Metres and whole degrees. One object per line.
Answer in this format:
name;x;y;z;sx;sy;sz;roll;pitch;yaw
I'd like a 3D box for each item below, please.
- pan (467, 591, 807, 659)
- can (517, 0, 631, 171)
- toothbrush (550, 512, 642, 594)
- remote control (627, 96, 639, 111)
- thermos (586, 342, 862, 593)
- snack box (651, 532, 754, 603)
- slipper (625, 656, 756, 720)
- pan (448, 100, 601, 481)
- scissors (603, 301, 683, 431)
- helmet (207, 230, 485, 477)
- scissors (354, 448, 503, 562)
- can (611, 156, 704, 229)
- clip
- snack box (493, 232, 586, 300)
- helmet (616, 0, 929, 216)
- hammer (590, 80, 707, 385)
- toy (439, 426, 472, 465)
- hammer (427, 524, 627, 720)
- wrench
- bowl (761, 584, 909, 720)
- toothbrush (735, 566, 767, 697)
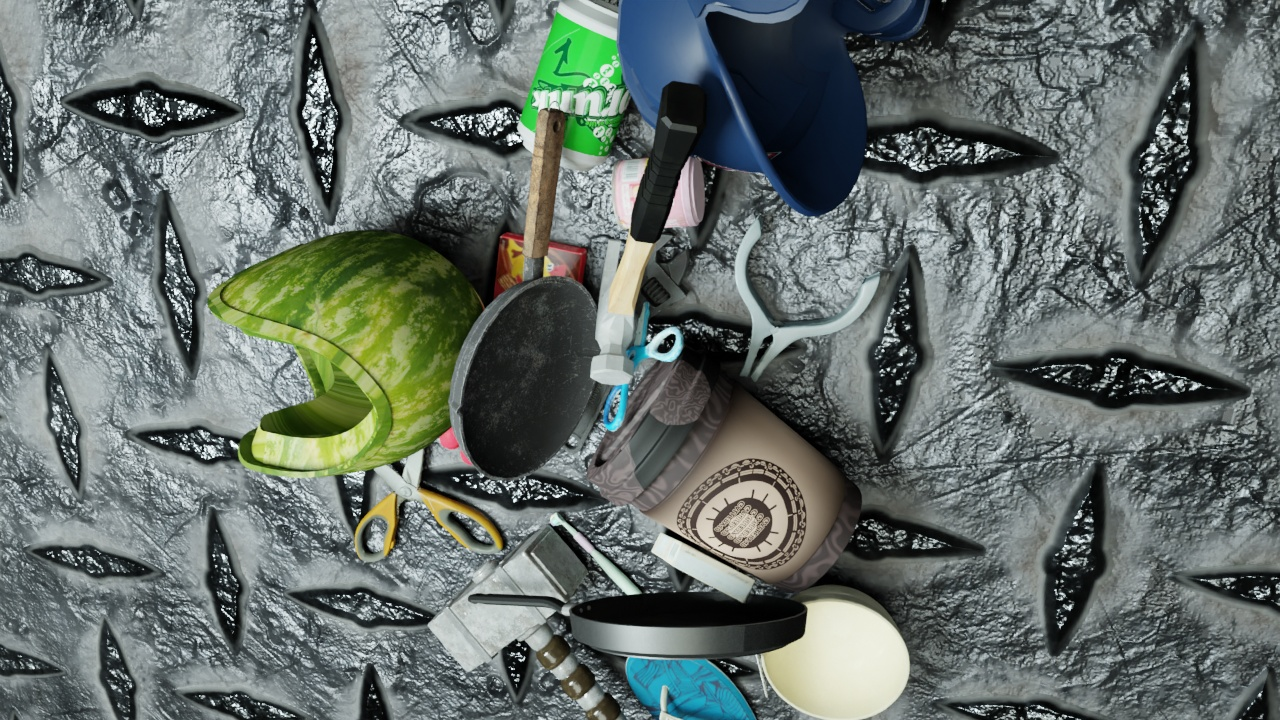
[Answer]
pan;-0.016;0.252;0.899;0.357;0.225;0.034;-4;83;23
can;-0.052;-0.250;0.831;0.088;0.087;0.140;25;113;3
toothbrush;-0.044;0.230;1.045;0.155;0.015;0.022;44;148;-4
remote control;0.048;-0.224;0.858;0.140;0.009;0.030;28;114;2
thermos;0.086;0.111;0.895;0.226;0.172;0.173;35;114;-8
snack box;0.061;0.211;0.945;0.082;0.150;0.026;28;81;-3
slipper;0.089;0.453;1.074;0.118;0.060;0.295;-30;100;18
pan;-0.101;-0.057;0.844;0.040;0.207;0.357;19;114;30
scissors;-0.006;0.006;0.886;0.011;0.134;0.140;22;83;-32
helmet;-0.264;-0.016;0.883;0.243;0.246;0.213;5;119;7
scissors;-0.259;0.171;1.069;0.230;0.016;0.226;26;118;0
can;0.018;-0.158;0.859;0.076;0.067;0.067;-2;109;14
clip;0.155;-0.066;0.884;0.166;0.032;0.164;-14;105;18
snack box;-0.108;-0.059;0.950;0.089;0.021;0.133;13;112;9
helmet;0.095;-0.242;0.722;0.224;0.231;0.272;-19;91;39
hammer;0.001;-0.102;0.760;0.039;0.131;0.329;7;154;-8
toy;-0.177;0.062;0.998;0.091;0.045;0.135;36;127;10
hammer;-0.078;0.360;1.050;0.177;0.079;0.326;-39;91;23
wrench;-0.023;-0.011;0.952;0.073;0.018;0.274;29;115;3
bowl;0.207;0.298;0.978;0.151;0.075;0.151;5;112;12
toothbrush;0.116;0.260;0.969;0.010;0.010;0.181;-19;71;19
